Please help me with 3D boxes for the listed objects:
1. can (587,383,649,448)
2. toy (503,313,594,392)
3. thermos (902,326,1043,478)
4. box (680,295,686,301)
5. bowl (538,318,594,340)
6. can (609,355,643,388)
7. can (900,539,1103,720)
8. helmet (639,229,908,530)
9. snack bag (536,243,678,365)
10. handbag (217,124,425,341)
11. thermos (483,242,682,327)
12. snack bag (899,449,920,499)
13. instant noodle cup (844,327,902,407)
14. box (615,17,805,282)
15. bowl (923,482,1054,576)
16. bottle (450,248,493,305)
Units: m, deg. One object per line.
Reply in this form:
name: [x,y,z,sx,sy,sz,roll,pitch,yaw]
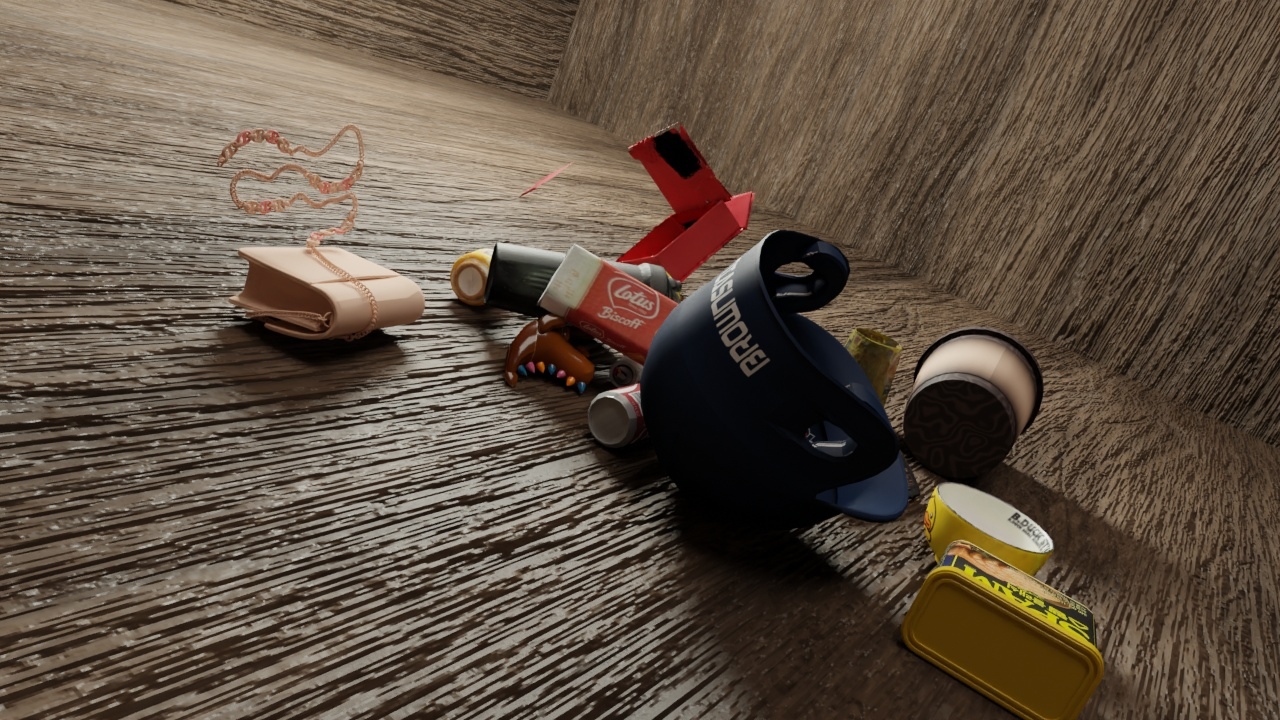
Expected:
can: [-0.006,0.051,0.881,0.054,0.054,0.096,30,20,24]
toy: [-0.094,0.007,0.939,0.090,0.071,0.102,33,40,-7]
thermos: [0.435,0.057,1.216,0.173,0.173,0.225,28,25,18]
box: [0.029,-0.066,1.262,0.187,0.054,0.078,16,51,-13]
bowl: [-0.085,-0.055,1.114,0.119,0.032,0.119,19,26,-10]
can: [-0.006,0.006,1.042,0.032,0.032,0.095,25,18,10]
can: [0.289,0.212,0.731,0.135,0.075,0.104,29,17,20]
helmet: [0.126,0.043,0.798,0.272,0.224,0.231,24,40,-23]
snack bag: [0.006,-0.037,0.968,0.225,0.077,0.041,31,-27,-5]
handbag: [-0.269,-0.111,0.820,0.117,0.187,0.198,19,12,13]
thermos: [-0.061,-0.077,1.034,0.220,0.098,0.098,10,20,-14]
snack bag: [0.249,0.120,0.986,0.155,0.018,0.074,2,57,-48]
instant noodle cup: [0.302,0.018,1.245,0.102,0.108,0.102,18,19,-7]
box: [0.109,-0.279,1.341,0.107,0.409,0.212,28,-5,-17]
bowl: [0.325,0.176,0.882,0.117,0.068,0.117,20,18,-7]
bottle: [-0.182,-0.103,1.100,0.063,0.063,0.109,25,18,7]
